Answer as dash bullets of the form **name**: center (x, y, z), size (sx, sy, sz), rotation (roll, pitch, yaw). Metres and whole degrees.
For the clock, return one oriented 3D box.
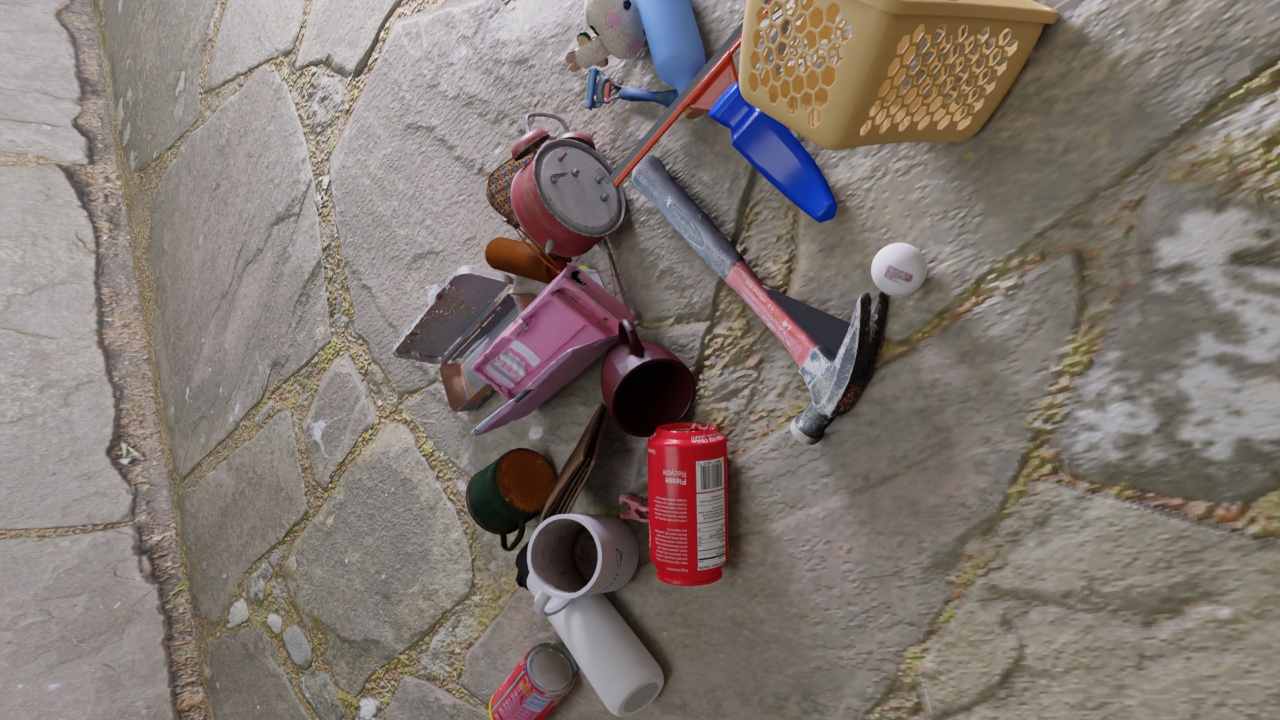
- **clock**: center (-0.075, -0.187, 0.937), size (0.062, 0.109, 0.156), rotation (-31, 72, 48)

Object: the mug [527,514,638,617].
- **mug**: center (-0.068, 0.217, 0.954), size (0.083, 0.096, 0.119), rotation (36, 95, 23)

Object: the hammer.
- **hammer**: center (0.089, -0.086, 0.818), size (0.326, 0.036, 0.141), rotation (53, 132, 32)

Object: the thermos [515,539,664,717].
- **thermos**: center (-0.066, 0.295, 1.024), size (0.230, 0.068, 0.101), rotation (45, 139, 37)

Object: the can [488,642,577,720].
- **can**: center (-0.131, 0.399, 1.107), size (0.066, 0.066, 0.125), rotation (57, 133, 28)

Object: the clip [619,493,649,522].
- **clip**: center (-0.004, 0.152, 0.966), size (0.060, 0.023, 0.044), rotation (-31, 73, 52)

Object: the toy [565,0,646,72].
- **toy**: center (-0.026, -0.324, 0.880), size (0.050, 0.087, 0.112), rotation (20, 82, 31)

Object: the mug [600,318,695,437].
- **mug**: center (-0.005, 0.005, 0.898), size (0.088, 0.087, 0.114), rotation (-127, 19, -55)

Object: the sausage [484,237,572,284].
- **sausage**: center (-0.131, -0.116, 1.059), size (0.156, 0.040, 0.040), rotation (20, 109, 52)

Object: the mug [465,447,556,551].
- **mug**: center (-0.149, 0.166, 1.081), size (0.081, 0.084, 0.110), rotation (-37, 51, 43)

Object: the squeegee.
- **squeegee**: center (0.105, -0.183, 0.771), size (0.250, 0.055, 0.184), rotation (-46, 59, 22)

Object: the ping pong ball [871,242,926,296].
- **ping pong ball**: center (0.195, -0.068, 0.691), size (0.040, 0.040, 0.040), rotation (8, 100, 49)

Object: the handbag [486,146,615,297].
- **handbag**: center (-0.084, -0.139, 0.992), size (0.195, 0.093, 0.043), rotation (54, 164, 12)

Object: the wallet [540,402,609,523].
- **wallet**: center (-0.069, 0.115, 0.991), size (0.121, 0.027, 0.098), rotation (-61, 7, 34)

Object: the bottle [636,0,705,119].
- **bottle**: center (0.034, -0.285, 0.846), size (0.048, 0.048, 0.131), rotation (-25, 75, 48)

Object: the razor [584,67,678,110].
- **razor**: center (-0.005, -0.265, 0.918), size (0.141, 0.018, 0.044), rotation (23, 111, 42)

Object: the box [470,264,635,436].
- **box**: center (-0.114, 0.008, 0.988), size (0.099, 0.106, 0.233), rotation (41, 138, -13)

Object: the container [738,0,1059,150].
- **container**: center (0.167, -0.235, 0.596), size (0.129, 0.183, 0.167), rotation (45, 134, 37)

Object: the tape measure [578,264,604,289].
- **tape measure**: center (-0.064, -0.067, 1.010), size (0.065, 0.016, 0.064), rotation (-41, 65, 44)

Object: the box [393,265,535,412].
- **box**: center (-0.216, -0.020, 1.134), size (0.218, 0.095, 0.114), rotation (-39, 70, 45)

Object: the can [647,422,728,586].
- **can**: center (0.045, 0.133, 0.863), size (0.075, 0.074, 0.142), rotation (4, 98, 49)
